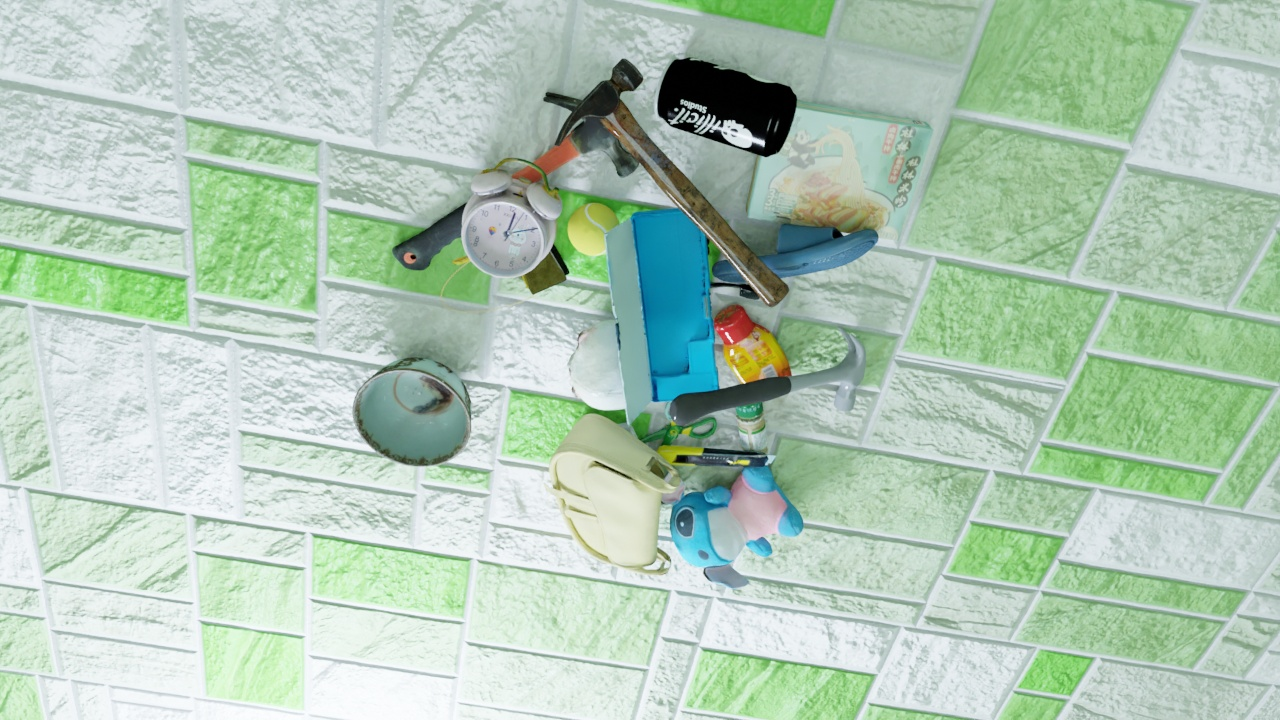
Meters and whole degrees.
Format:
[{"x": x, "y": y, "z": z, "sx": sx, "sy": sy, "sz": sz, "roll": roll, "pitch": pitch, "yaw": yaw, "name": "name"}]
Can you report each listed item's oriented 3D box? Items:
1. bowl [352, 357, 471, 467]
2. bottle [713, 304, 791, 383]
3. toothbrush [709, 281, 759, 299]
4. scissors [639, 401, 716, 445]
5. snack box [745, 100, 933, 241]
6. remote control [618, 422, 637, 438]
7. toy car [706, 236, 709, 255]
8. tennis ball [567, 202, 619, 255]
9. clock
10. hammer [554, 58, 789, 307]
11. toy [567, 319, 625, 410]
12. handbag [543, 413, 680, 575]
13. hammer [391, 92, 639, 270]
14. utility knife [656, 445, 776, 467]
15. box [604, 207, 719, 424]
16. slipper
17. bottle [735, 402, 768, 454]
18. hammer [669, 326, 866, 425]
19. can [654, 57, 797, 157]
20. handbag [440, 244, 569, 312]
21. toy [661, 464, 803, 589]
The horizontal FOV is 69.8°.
[{"x": -0.304, "y": 0.056, "z": 1.266, "sx": 0.160, "sy": 0.093, "sz": 0.160, "roll": 1, "pitch": 121, "yaw": 1, "name": "bowl"}, {"x": 0.149, "y": -0.013, "z": 1.238, "sx": 0.071, "sy": 0.048, "sz": 0.134, "roll": -29, "pitch": 116, "yaw": 17, "name": "bottle"}, {"x": 0.069, "y": -0.102, "z": 1.208, "sx": 0.188, "sy": 0.014, "sz": 0.017, "roll": 9, "pitch": 128, "yaw": -4, "name": "toothbrush"}, {"x": 0.043, "y": 0.096, "z": 1.326, "sx": 0.131, "sy": 0.012, "sz": 0.112, "roll": -19, "pitch": 121, "yaw": 15, "name": "scissors"}, {"x": 0.236, "y": -0.230, "z": 1.110, "sx": 0.193, "sy": 0.044, "sz": 0.142, "roll": 9, "pitch": 119, "yaw": -2, "name": "snack box"}, {"x": -0.014, "y": 0.148, "z": 1.351, "sx": 0.050, "sy": 0.022, "sz": 0.133, "roll": -11, "pitch": 120, "yaw": 20, "name": "remote control"}, {"x": 0.066, "y": -0.166, "z": 1.156, "sx": 0.025, "sy": 0.038, "sz": 0.089, "roll": -18, "pitch": 119, "yaw": 15, "name": "toy car"}, {"x": -0.058, "y": -0.164, "z": 1.145, "sx": 0.065, "sy": 0.065, "sz": 0.065, "roll": 1, "pitch": 121, "yaw": 1, "name": "tennis ball"}, {"x": -0.157, "y": -0.172, "z": 1.114, "sx": 0.117, "sy": 0.058, "sz": 0.158, "roll": 19, "pitch": 120, "yaw": -8, "name": "clock"}, {"x": 0.050, "y": -0.178, "z": 1.051, "sx": 0.120, "sy": 0.033, "sz": 0.330, "roll": -45, "pitch": 109, "yaw": 2, "name": "hammer"}, {"x": -0.007, "y": 0.007, "z": 1.232, "sx": 0.179, "sy": 0.101, "sz": 0.139, "roll": -4, "pitch": 128, "yaw": -14, "name": "toy"}, {"x": -0.038, "y": 0.203, "z": 1.317, "sx": 0.191, "sy": 0.088, "sz": 0.233, "roll": 20, "pitch": 131, "yaw": 22, "name": "handbag"}, {"x": -0.174, "y": -0.207, "z": 1.145, "sx": 0.334, "sy": 0.033, "sz": 0.133, "roll": -30, "pitch": 117, "yaw": 19, "name": "hammer"}, {"x": 0.108, "y": 0.139, "z": 1.316, "sx": 0.174, "sy": 0.020, "sz": 0.029, "roll": 0, "pitch": 126, "yaw": 15, "name": "utility knife"}, {"x": 0.029, "y": -0.053, "z": 1.111, "sx": 0.114, "sy": 0.113, "sz": 0.244, "roll": -4, "pitch": 109, "yaw": 7, "name": "box"}, {"x": 0.190, "y": -0.135, "z": 1.136, "sx": 0.214, "sy": 0.103, "sz": 0.059, "roll": -10, "pitch": 84, "yaw": 30, "name": "slipper"}, {"x": 0.159, "y": 0.095, "z": 1.305, "sx": 0.043, "sy": 0.042, "sz": 0.110, "roll": -8, "pitch": 121, "yaw": 6, "name": "bottle"}, {"x": 0.172, "y": 0.033, "z": 1.189, "sx": 0.310, "sy": 0.029, "sz": 0.125, "roll": -10, "pitch": 122, "yaw": -29, "name": "hammer"}, {"x": 0.096, "y": -0.287, "z": 1.036, "sx": 0.146, "sy": 0.080, "sz": 0.080, "roll": 22, "pitch": 121, "yaw": 15, "name": "can"}, {"x": -0.186, "y": -0.108, "z": 1.211, "sx": 0.178, "sy": 0.027, "sz": 0.084, "roll": -21, "pitch": 116, "yaw": 20, "name": "handbag"}, {"x": 0.126, "y": 0.227, "z": 1.357, "sx": 0.192, "sy": 0.098, "sz": 0.224, "roll": -31, "pitch": 105, "yaw": 12, "name": "toy"}]
